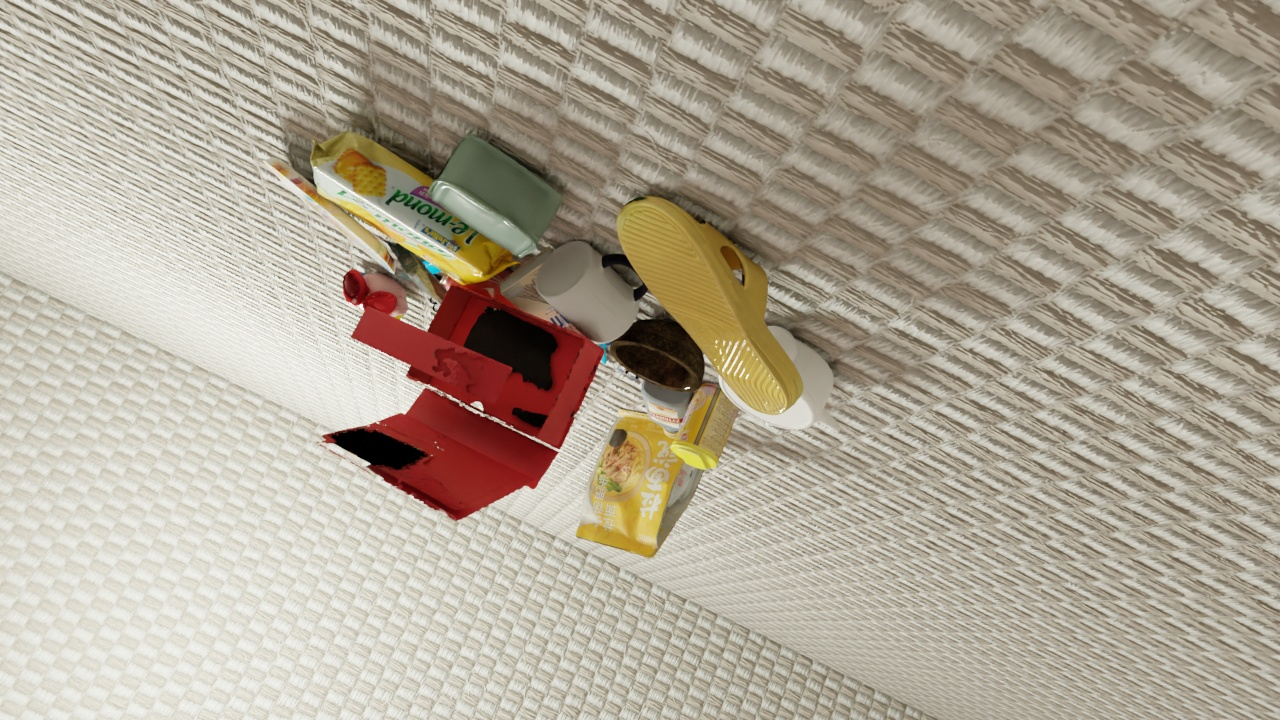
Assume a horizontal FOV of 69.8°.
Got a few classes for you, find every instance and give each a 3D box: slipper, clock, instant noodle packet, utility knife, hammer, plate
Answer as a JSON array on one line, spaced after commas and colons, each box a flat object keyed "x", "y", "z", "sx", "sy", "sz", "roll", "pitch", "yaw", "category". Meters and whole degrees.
[{"x": 0.084, "y": -0.064, "z": 0.913, "sx": 0.263, "sy": 0.078, "sz": 0.100, "roll": 54, "pitch": 149, "yaw": -15, "category": "slipper"}, {"x": 0.159, "y": 0.015, "z": 1.063, "sx": 0.126, "sy": 0.072, "sz": 0.161, "roll": 2, "pitch": 143, "yaw": 47, "category": "clock"}, {"x": 0.000, "y": 0.198, "z": 1.462, "sx": 0.163, "sy": 0.221, "sz": 0.084, "roll": 8, "pitch": 151, "yaw": 36, "category": "instant noodle packet"}, {"x": -0.297, "y": -0.132, "z": 1.280, "sx": 0.031, "sy": 0.015, "sz": 0.210, "roll": 40, "pitch": 152, "yaw": -27, "category": "utility knife"}, {"x": -0.227, "y": -0.044, "z": 1.272, "sx": 0.147, "sy": 0.028, "sz": 0.317, "roll": 49, "pitch": 179, "yaw": 41, "category": "hammer"}, {"x": -0.386, "y": -0.184, "z": 1.166, "sx": 0.187, "sy": 0.016, "sz": 0.187, "roll": 40, "pitch": 172, "yaw": -4, "category": "plate"}]

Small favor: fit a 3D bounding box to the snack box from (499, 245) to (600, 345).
[{"x": -0.093, "y": -0.069, "z": 1.125, "sx": 0.082, "sy": 0.026, "sz": 0.150, "roll": -32, "pitch": 131, "yaw": 20, "category": "snack box"}]

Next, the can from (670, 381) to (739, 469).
[{"x": 0.090, "y": 0.089, "z": 1.254, "sx": 0.068, "sy": 0.104, "sz": 0.068, "roll": 22, "pitch": 160, "yaw": 8, "category": "can"}]

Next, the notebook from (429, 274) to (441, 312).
[{"x": -0.233, "y": -0.033, "z": 1.392, "sx": 0.169, "sy": 0.019, "sz": 0.232, "roll": 20, "pitch": 149, "yaw": 14, "category": "notebook"}]

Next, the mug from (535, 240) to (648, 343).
[{"x": -0.046, "y": -0.083, "z": 1.042, "sx": 0.112, "sy": 0.078, "sz": 0.097, "roll": -21, "pitch": 138, "yaw": 25, "category": "mug"}]

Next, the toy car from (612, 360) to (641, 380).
[{"x": -0.007, "y": 0.007, "z": 1.257, "sx": 0.048, "sy": 0.040, "sz": 0.113, "roll": 29, "pitch": 160, "yaw": -8, "category": "toy car"}]

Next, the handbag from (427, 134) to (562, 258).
[{"x": -0.151, "y": -0.168, "z": 0.944, "sx": 0.122, "sy": 0.067, "sz": 0.106, "roll": 32, "pitch": 164, "yaw": -15, "category": "handbag"}]

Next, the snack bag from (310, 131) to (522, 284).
[{"x": -0.256, "y": -0.168, "z": 1.039, "sx": 0.247, "sy": 0.068, "sz": 0.160, "roll": 32, "pitch": 169, "yaw": -17, "category": "snack bag"}]

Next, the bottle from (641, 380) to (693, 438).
[{"x": 0.045, "y": 0.072, "z": 1.348, "sx": 0.072, "sy": 0.046, "sz": 0.161, "roll": 19, "pitch": 159, "yaw": 15, "category": "bottle"}]

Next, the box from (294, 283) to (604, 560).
[{"x": -0.203, "y": 0.070, "z": 1.045, "sx": 0.211, "sy": 0.314, "sz": 0.124, "roll": 23, "pitch": 150, "yaw": 26, "category": "box"}]

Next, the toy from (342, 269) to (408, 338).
[{"x": -0.410, "y": -0.088, "z": 1.425, "sx": 0.124, "sy": 0.097, "sz": 0.131, "roll": 25, "pitch": -177, "yaw": 11, "category": "toy"}]

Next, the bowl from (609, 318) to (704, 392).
[{"x": 0.028, "y": -0.015, "z": 1.134, "sx": 0.121, "sy": 0.056, "sz": 0.121, "roll": 22, "pitch": 160, "yaw": 8, "category": "bowl"}]

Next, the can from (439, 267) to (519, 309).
[{"x": -0.172, "y": -0.081, "z": 1.186, "sx": 0.170, "sy": 0.067, "sz": 0.067, "roll": 30, "pitch": 159, "yaw": -16, "category": "can"}]

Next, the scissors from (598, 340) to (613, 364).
[{"x": -0.049, "y": -0.020, "z": 1.279, "sx": 0.090, "sy": 0.014, "sz": 0.141, "roll": 17, "pitch": 156, "yaw": 14, "category": "scissors"}]
